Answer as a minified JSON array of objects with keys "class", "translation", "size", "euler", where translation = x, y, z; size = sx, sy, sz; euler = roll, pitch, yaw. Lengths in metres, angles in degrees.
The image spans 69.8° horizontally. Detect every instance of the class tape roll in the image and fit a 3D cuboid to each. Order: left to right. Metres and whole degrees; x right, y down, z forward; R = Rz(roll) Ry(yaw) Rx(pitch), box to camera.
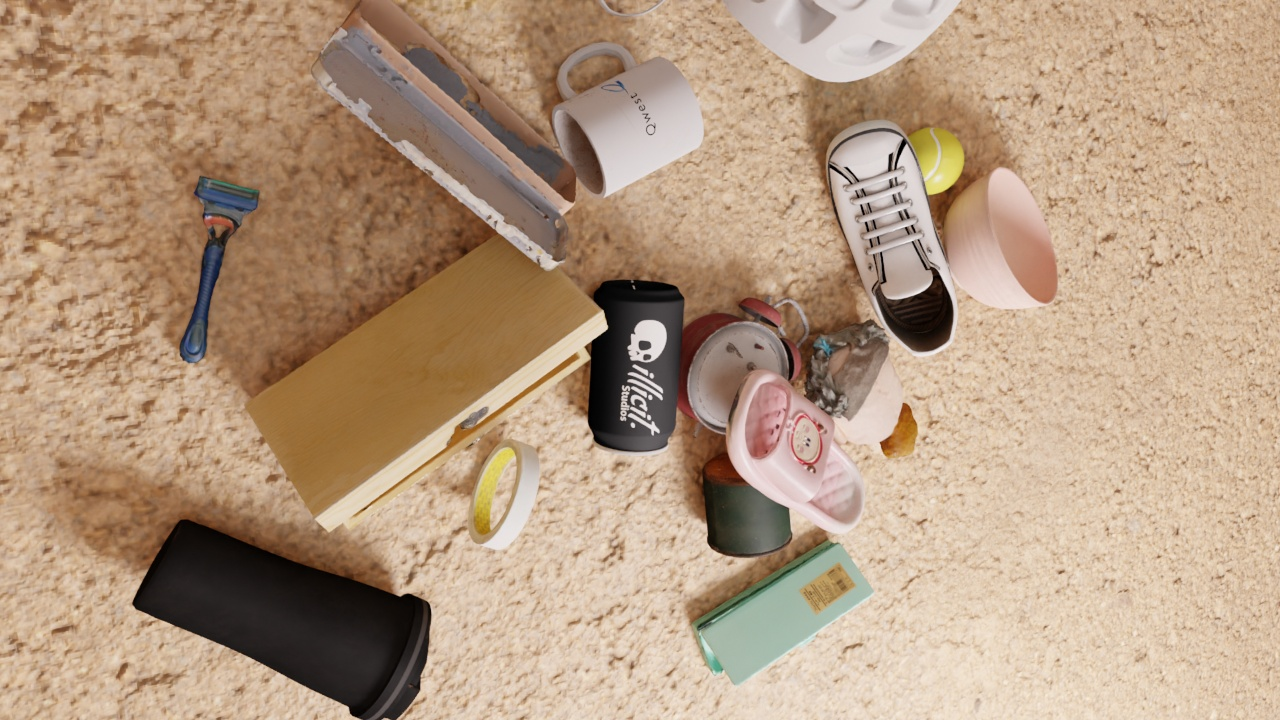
[{"class":"tape roll","translation":[-0.118,0.114,0.785],"size":[0.019,0.094,0.094],"euler":[23,92,-28]}]

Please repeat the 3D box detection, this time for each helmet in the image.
[{"class":"helmet","translation":[0.198,-0.386,0.770],"size":[0.224,0.184,0.281],"euler":[41,58,-13]}]

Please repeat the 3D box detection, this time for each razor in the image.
[{"class":"razor","translation":[-0.324,-0.066,0.688],"size":[0.043,0.018,0.141],"euler":[13,101,-28]}]

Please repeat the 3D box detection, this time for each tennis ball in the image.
[{"class":"tennis ball","translation":[0.288,-0.198,0.913],"size":[0.065,0.065,0.065],"euler":[-6,105,-24]}]

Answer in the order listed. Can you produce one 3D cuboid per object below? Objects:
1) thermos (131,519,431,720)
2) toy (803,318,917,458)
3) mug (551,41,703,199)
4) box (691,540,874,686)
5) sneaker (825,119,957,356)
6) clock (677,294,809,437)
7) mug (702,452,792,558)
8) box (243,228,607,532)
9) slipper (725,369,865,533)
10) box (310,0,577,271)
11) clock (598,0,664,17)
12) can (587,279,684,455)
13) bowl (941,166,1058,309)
[{"class":"thermos","translation":[-0.279,0.205,0.734],"size":[0.218,0.106,0.106],"euler":[32,88,-23]},{"class":"toy","translation":[0.227,0.036,0.940],"size":[0.176,0.076,0.132],"euler":[47,66,-25]},{"class":"mug","translation":[-0.021,-0.209,0.766],"size":[0.096,0.083,0.119],"euler":[-31,85,-16]},{"class":"box","translation":[0.154,0.266,0.960],"size":[0.188,0.080,0.077],"euler":[-25,111,-18]},{"class":"sneaker","translation":[0.245,-0.105,0.882],"size":[0.091,0.097,0.245],"euler":[-15,118,17]},{"class":"clock","translation":[0.101,0.002,0.879],"size":[0.156,0.062,0.110],"euler":[-38,115,-13]},{"class":"mug","translation":[0.112,0.134,0.912],"size":[0.110,0.085,0.081],"euler":[-26,114,-52]},{"class":"box","translation":[-0.166,0.011,0.722],"size":[0.248,0.185,0.141],"euler":[-37,94,-14]},{"class":"slipper","translation":[0.152,0.086,0.849],"size":[0.221,0.056,0.106],"euler":[41,56,-36]},{"class":"box","translation":[-0.135,-0.169,0.681],"size":[0.043,0.150,0.216],"euler":[-40,120,20]},{"class":"clock","translation":[-0.019,-0.358,0.733],"size":[0.119,0.061,0.159],"euler":[-26,111,-17]},{"class":"can","translation":[-0.005,0.005,0.819],"size":[0.080,0.080,0.146],"euler":[-2,104,-25]},{"class":"bowl","translation":[0.363,-0.117,0.950],"size":[0.153,0.076,0.152],"euler":[19,62,-40]}]
